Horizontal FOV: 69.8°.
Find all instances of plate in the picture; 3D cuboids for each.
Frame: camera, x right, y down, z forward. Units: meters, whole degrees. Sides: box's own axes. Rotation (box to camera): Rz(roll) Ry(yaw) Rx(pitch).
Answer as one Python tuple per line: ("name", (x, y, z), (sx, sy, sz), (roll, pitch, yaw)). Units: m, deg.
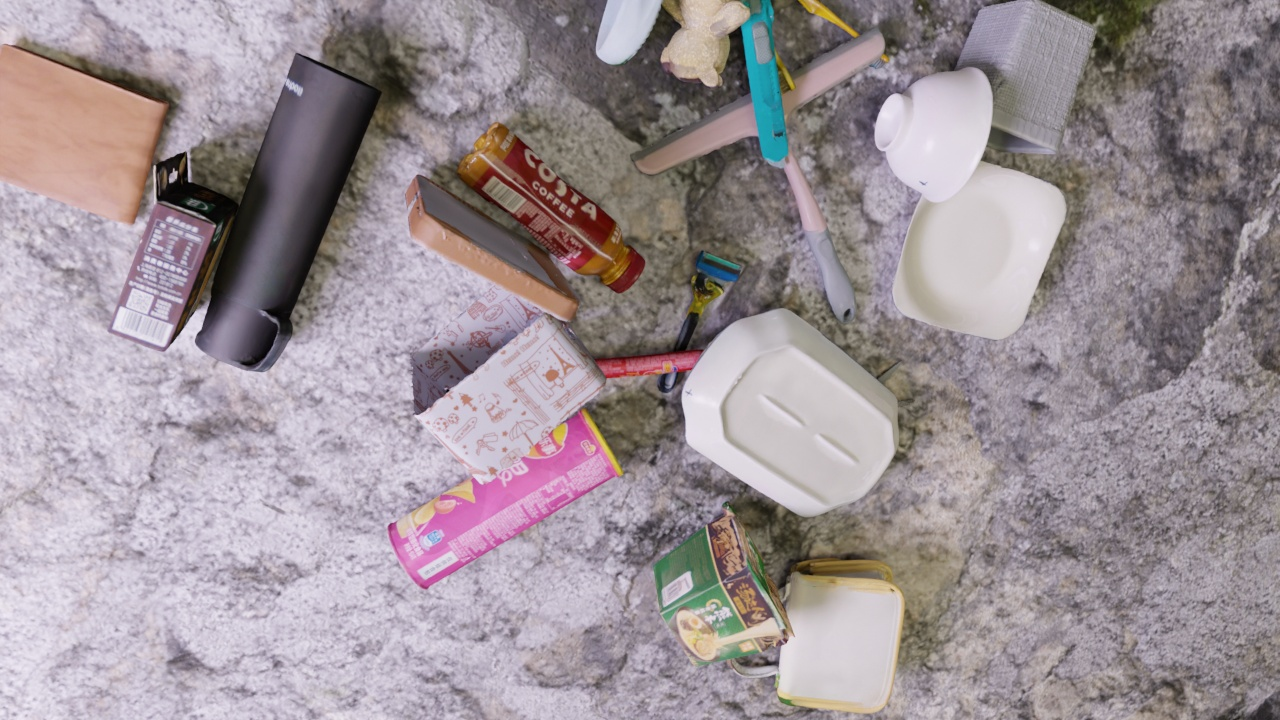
("plate", (0.157, 0.062, 0.887), (0.265, 0.034, 0.162), (35, 94, -30))
("plate", (0.325, -0.110, 0.901), (0.163, 0.034, 0.164), (13, 104, -18))

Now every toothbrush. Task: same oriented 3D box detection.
("toothbrush", (0.144, -0.310, 0.800), (0.191, 0.016, 0.018), (27, 107, -21))
("toothbrush", (0.080, -0.310, 0.773), (0.016, 0.015, 0.190), (-30, 106, 7))

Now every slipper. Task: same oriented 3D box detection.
("slipper", (-0.003, -0.355, 0.704), (0.074, 0.104, 0.246), (11, 110, -16))

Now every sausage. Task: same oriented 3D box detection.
("sausage", (-0.005, 0.005, 0.848), (0.156, 0.020, 0.020), (-5, 109, -2))

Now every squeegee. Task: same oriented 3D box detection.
("squeegee", (0.156, -0.133, 0.844), (0.247, 0.040, 0.250), (-28, 115, -1))

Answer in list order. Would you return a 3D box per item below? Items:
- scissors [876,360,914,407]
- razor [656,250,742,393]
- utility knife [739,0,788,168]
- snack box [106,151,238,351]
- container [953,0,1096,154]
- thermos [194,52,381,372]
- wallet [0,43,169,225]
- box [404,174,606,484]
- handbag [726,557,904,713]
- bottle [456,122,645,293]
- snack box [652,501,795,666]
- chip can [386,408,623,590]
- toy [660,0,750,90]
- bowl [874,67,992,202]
("scissors", (0.196, 0.063, 0.937), (0.159, 0.014, 0.175), (19, 99, -22))
("razor", (0.048, -0.033, 0.860), (0.042, 0.022, 0.143), (19, 108, -10))
("utility knife", (0.106, -0.241, 0.779), (0.029, 0.013, 0.157), (-11, 107, 4))
("snack box", (-0.348, -0.084, 0.689), (0.053, 0.113, 0.126), (24, 100, -21))
("container", (0.339, -0.256, 0.831), (0.090, 0.090, 0.114), (14, 100, -19))
("thermos", (-0.272, -0.108, 0.719), (0.068, 0.090, 0.243), (6, 111, -58))
("wallet", (-0.429, -0.169, 0.693), (0.115, 0.020, 0.101), (20, 102, -17))
("box", (-0.137, -0.042, 0.722), (0.156, 0.183, 0.193), (-42, 112, 0))
("handbag", (0.183, 0.291, 0.987), (0.179, 0.063, 0.163), (3, 107, 0))
("bottle", (-0.071, -0.124, 0.780), (0.175, 0.057, 0.057), (39, 94, -22))
("snack box", (0.075, 0.231, 0.910), (0.106, 0.118, 0.117), (-27, 113, 6))
("chip can", (-0.123, 0.126, 0.840), (0.210, 0.071, 0.071), (-30, 112, -3))
("toy", (0.059, -0.303, 0.743), (0.066, 0.105, 0.157), (-19, 134, -45))
("bowl", (0.247, -0.203, 0.807), (0.064, 0.118, 0.118), (8, 105, -14))
